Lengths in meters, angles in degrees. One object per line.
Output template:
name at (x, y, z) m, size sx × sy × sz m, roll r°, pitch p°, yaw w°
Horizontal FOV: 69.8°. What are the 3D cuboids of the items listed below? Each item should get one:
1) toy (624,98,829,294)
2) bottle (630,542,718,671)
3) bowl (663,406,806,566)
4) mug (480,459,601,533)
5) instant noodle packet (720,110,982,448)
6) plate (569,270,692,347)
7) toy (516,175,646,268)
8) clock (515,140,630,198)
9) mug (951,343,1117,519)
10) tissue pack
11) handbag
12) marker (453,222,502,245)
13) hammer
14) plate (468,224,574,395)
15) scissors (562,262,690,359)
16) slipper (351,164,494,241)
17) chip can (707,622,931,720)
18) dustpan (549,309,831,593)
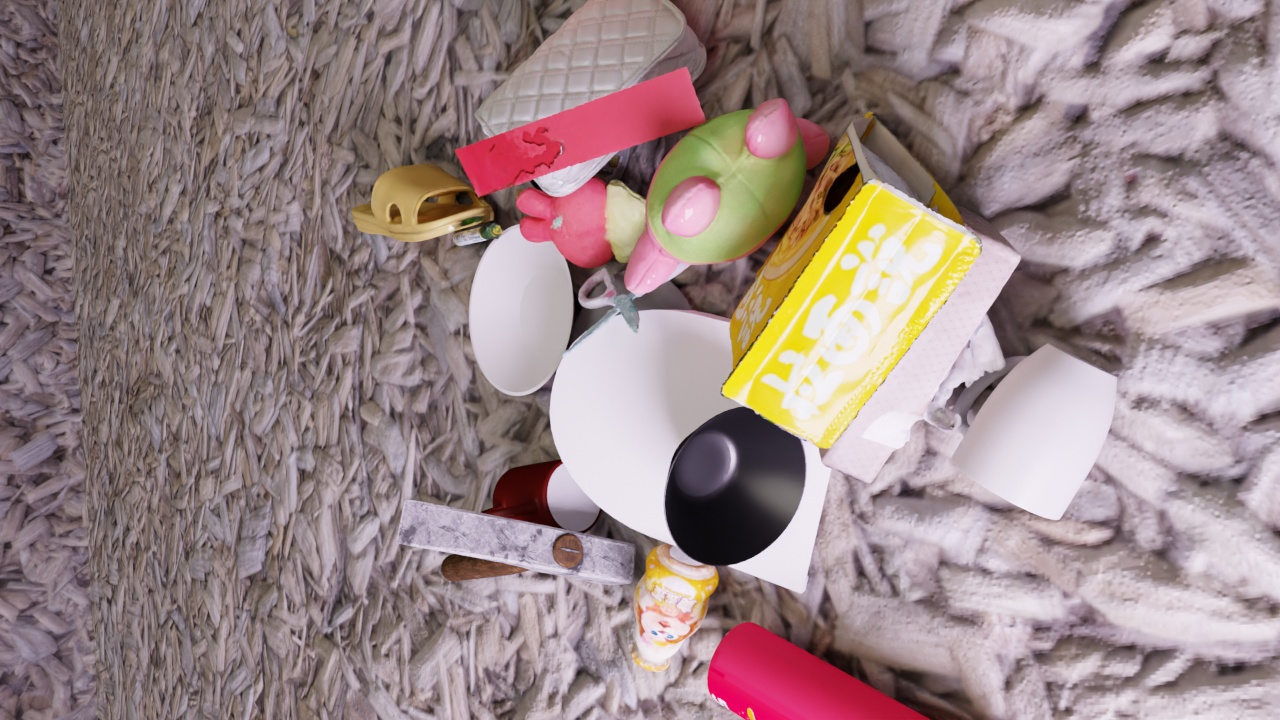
toy at (0.056, -0.124, 0.690) m, size 0.192 × 0.237 × 0.097 m, roll -39°, pitch 97°, yaw -2°
bottle at (0.024, 0.210, 0.780) m, size 0.063 × 0.063 × 0.109 m, roll 33°, pitch 112°, yaw 41°
bowl at (0.060, 0.087, 0.694) m, size 0.052 × 0.124 × 0.124 m, roll 27°, pitch 109°, yaw 59°
mug at (-0.101, 0.137, 0.879) m, size 0.083 × 0.105 × 0.073 m, roll -15°, pitch 86°, yaw 45°
instant noodle packet at (0.124, -0.073, 0.623) m, size 0.163 × 0.084 × 0.221 m, roll -61°, pitch 11°, yaw 28°
plate at (-0.005, 0.005, 0.851) m, size 0.179 × 0.012 × 0.178 m, roll -2°, pitch 88°, yaw 46°
toy at (-0.053, -0.129, 0.850) m, size 0.135 × 0.045 × 0.092 m, roll 4°, pitch 121°, yaw 19°
clock at (-0.072, -0.197, 0.889) m, size 0.148 × 0.056 × 0.104 m, roll -38°, pitch 68°, yaw 25°
mug at (0.238, 0.032, 0.571) m, size 0.089 × 0.071 × 0.107 m, roll -65°, pitch 24°, yaw 14°
tissue pack at (0.183, -0.006, 0.606) m, size 0.182 × 0.071 × 0.103 m, roll -61°, pitch 6°, yaw 22°
handbag at (-0.044, -0.240, 0.805) m, size 0.195 × 0.072 × 0.139 m, roll -41°, pitch 55°, yaw 5°
marker at (-0.180, -0.137, 1.001) m, size 0.147 × 0.017 × 0.017 m, roll 8°, pitch 95°, yaw 64°
hammer at (-0.171, 0.191, 0.906) m, size 0.301 × 0.217 × 0.037 m, roll -25°, pitch 53°, yaw 56°
plate at (-0.112, -0.051, 0.944) m, size 0.174 × 0.036 × 0.174 m, roll -2°, pitch 88°, yaw 46°
scissors at (-0.013, -0.060, 0.793) m, size 0.170 × 0.013 × 0.176 m, roll -45°, pitch 26°, yaw -16°
slipper at (-0.255, -0.184, 1.047) m, size 0.264 × 0.099 × 0.078 m, roll 12°, pitch 114°, yaw 50°
chip can at (0.149, 0.261, 0.646) m, size 0.221 × 0.069 × 0.069 m, roll 17°, pitch 101°, yaw 45°
dustpan at (0.045, 0.056, 0.777) m, size 0.258 × 0.053 × 0.191 m, roll 16°, pitch 100°, yaw 27°
